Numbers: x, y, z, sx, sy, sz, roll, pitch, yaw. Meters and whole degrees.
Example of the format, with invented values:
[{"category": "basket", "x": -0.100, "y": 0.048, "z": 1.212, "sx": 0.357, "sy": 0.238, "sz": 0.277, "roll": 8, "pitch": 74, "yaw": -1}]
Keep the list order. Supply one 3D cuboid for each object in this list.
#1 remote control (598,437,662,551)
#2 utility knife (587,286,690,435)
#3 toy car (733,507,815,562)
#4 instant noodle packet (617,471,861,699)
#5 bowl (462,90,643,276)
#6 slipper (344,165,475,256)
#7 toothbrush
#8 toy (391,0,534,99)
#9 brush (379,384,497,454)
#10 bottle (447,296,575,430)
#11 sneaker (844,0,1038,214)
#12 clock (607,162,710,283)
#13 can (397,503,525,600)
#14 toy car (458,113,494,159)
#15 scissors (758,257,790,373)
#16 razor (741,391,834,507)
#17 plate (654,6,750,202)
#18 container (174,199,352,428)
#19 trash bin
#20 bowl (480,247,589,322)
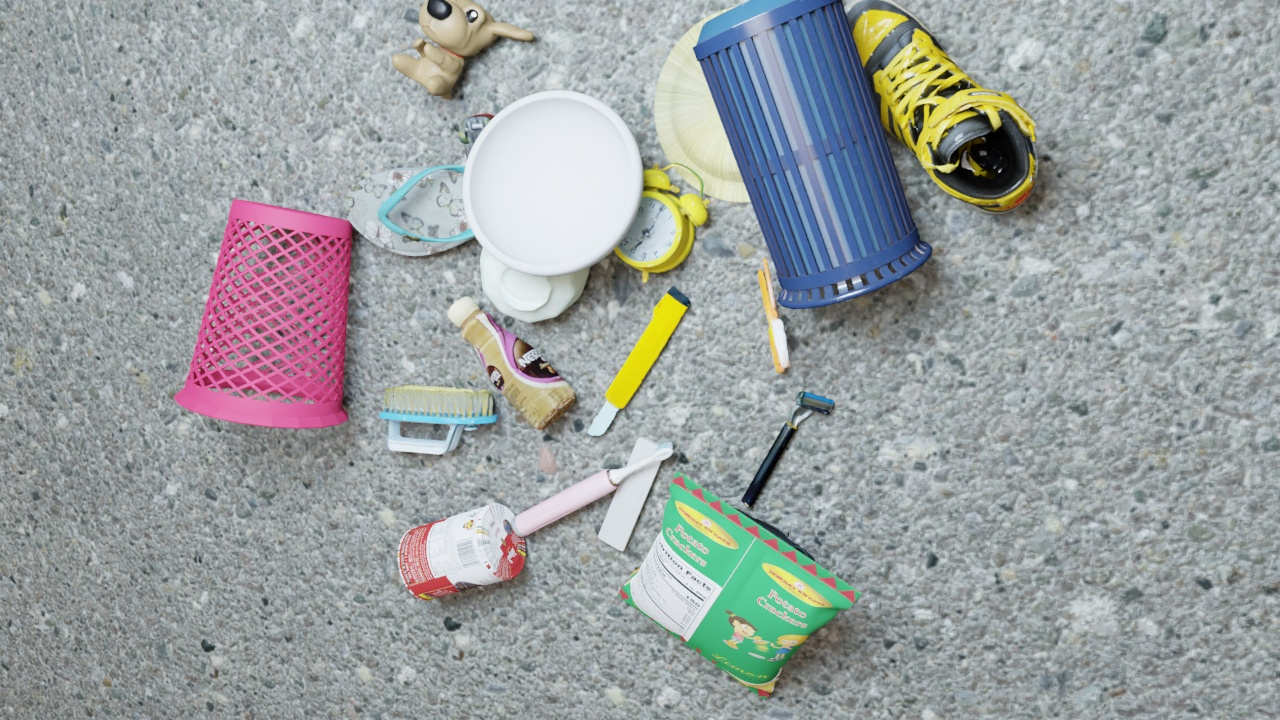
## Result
[{"category": "remote control", "x": -0.009, "y": 0.146, "z": 0.999, "sx": 0.033, "sy": 0.012, "sz": 0.131, "roll": 27, "pitch": 108, "yaw": 16}, {"category": "utility knife", "x": -0.006, "y": 0.006, "z": 0.969, "sx": 0.030, "sy": 0.017, "sz": 0.191, "roll": 37, "pitch": 107, "yaw": 15}, {"category": "toy car", "x": 0.127, "y": 0.187, "z": 0.943, "sx": 0.112, "sy": 0.034, "sz": 0.046, "roll": 29, "pitch": 141, "yaw": 19}, {"category": "instant noodle packet", "x": 0.085, "y": 0.235, "z": 0.921, "sx": 0.195, "sy": 0.090, "sz": 0.253, "roll": 33, "pitch": 138, "yaw": 11}, {"category": "bowl", "x": -0.078, "y": -0.164, "z": 0.883, "sx": 0.177, "sy": 0.066, "sz": 0.176, "roll": -1, "pitch": 85, "yaw": 14}, {"category": "slipper", "x": -0.197, "y": -0.160, "z": 0.965, "sx": 0.269, "sy": 0.054, "sz": 0.098, "roll": -8, "pitch": 118, "yaw": 18}, {"category": "toothbrush", "x": -0.053, "y": 0.140, "z": 0.998, "sx": 0.223, "sy": 0.026, "sz": 0.027, "roll": -30, "pitch": 121, "yaw": 26}, {"category": "toy", "x": -0.194, "y": -0.326, "z": 0.939, "sx": 0.134, "sy": 0.105, "sz": 0.108, "roll": 37, "pitch": 99, "yaw": 14}, {"category": "brush", "x": -0.224, "y": 0.068, "z": 1.039, "sx": 0.136, "sy": 0.055, "sz": 0.075, "roll": 2, "pitch": 96, "yaw": 19}, {"category": "bottle", "x": -0.144, "y": -0.001, "z": 0.996, "sx": 0.166, "sy": 0.059, "sz": 0.060, "roll": 46, "pitch": 111, "yaw": 7}, {"category": "sneaker", "x": 0.247, "y": -0.221, "z": 0.780, "sx": 0.086, "sy": 0.122, "sz": 0.238, "roll": -43, "pitch": 85, "yaw": 20}, {"category": "clock", "x": 0.017, "y": -0.140, "z": 0.914, "sx": 0.083, "sy": 0.057, "sz": 0.119, "roll": 37, "pitch": 102, "yaw": 10}, {"category": "can", "x": -0.202, "y": 0.218, "z": 1.044, "sx": 0.117, "sy": 0.086, "sz": 0.086, "roll": -19, "pitch": 93, "yaw": 22}, {"category": "toy car", "x": -0.163, "y": -0.215, "z": 0.974, "sx": 0.042, "sy": 0.036, "sz": 0.091, "roll": -2, "pitch": 111, "yaw": 18}, {"category": "scissors", "x": 0.127, "y": -0.037, "z": 0.873, "sx": 0.011, "sy": 0.128, "sz": 0.125, "roll": -12, "pitch": 115, "yaw": 3}, {"category": "razor", "x": 0.141, "y": 0.090, "z": 0.932, "sx": 0.042, "sy": 0.022, "sz": 0.144, "roll": 18, "pitch": 115, "yaw": -25}, {"category": "plate", "x": 0.095, "y": -0.245, "z": 0.875, "sx": 0.184, "sy": 0.036, "sz": 0.184, "roll": 4, "pitch": 101, "yaw": 19}, {"category": "container", "x": -0.405, "y": -0.056, "z": 1.030, "sx": 0.183, "sy": 0.183, "sz": 0.226, "roll": 13, "pitch": 97, "yaw": 17}, {"category": "trash bin", "x": 0.144, "y": -0.186, "z": 0.788, "sx": 0.139, "sy": 0.139, "sz": 0.249, "roll": -17, "pitch": 105, "yaw": 22}, {"category": "bowl", "x": -0.114, "y": -0.088, "z": 0.947, "sx": 0.117, "sy": 0.061, "sz": 0.118, "roll": 3, "pitch": 119, "yaw": 5}]
